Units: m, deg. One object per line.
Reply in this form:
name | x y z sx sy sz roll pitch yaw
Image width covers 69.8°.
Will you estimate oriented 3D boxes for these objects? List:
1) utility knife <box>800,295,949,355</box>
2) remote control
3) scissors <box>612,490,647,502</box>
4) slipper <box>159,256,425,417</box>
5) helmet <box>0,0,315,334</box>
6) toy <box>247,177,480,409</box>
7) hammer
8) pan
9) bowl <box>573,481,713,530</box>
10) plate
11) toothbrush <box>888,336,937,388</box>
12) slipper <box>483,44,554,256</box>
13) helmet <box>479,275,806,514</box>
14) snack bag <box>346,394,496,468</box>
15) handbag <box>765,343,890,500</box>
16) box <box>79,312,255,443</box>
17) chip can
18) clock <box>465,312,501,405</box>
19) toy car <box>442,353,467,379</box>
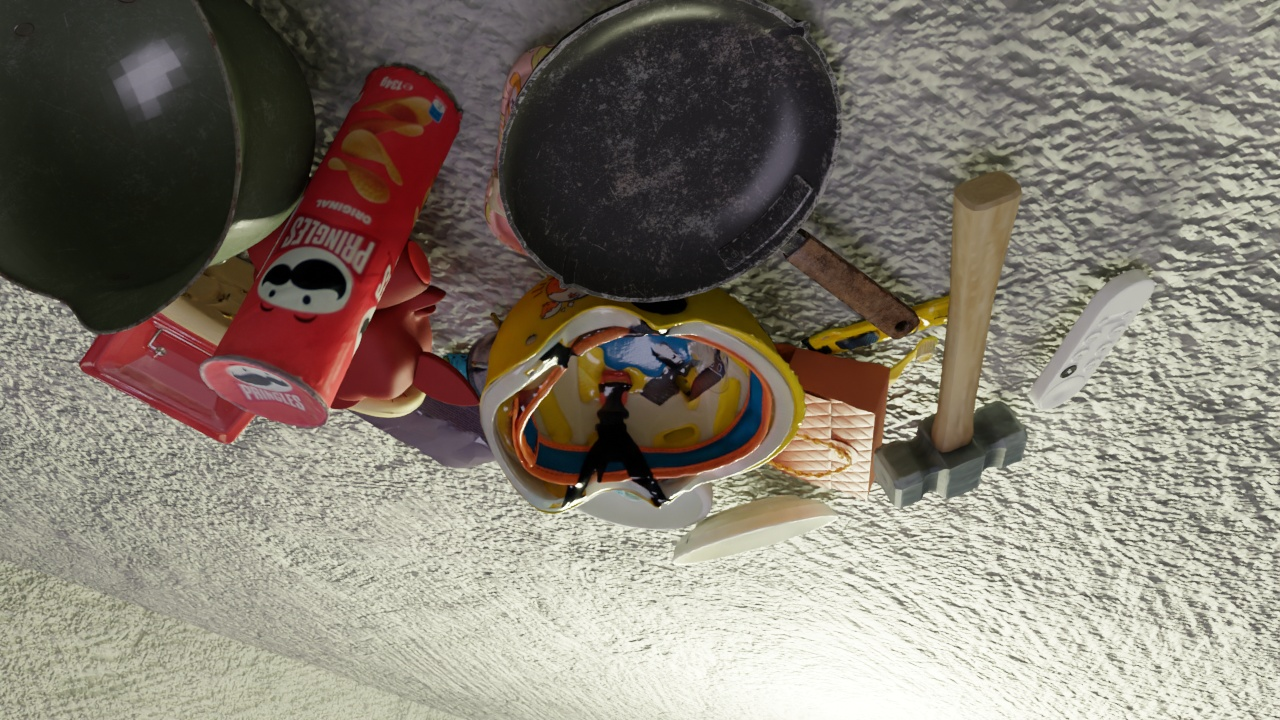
utility knife | 0.193 -0.027 0.702 0.156 0.017 0.030 -21 143 38
remote control | 0.315 -0.011 0.647 0.043 0.013 0.137 -13 143 -18
scissors | -0.045 0.113 0.887 0.140 0.015 0.083 7 149 14
slipper | -0.299 -0.044 0.800 0.261 0.111 0.079 25 125 -11
helmet | -0.306 -0.141 0.566 0.268 0.153 0.227 -12 101 20
toy | -0.215 -0.050 0.700 0.159 0.120 0.197 -4 121 23
hammer | 0.232 -0.002 0.660 0.117 0.051 0.323 -21 141 -3
pan | 0.072 -0.094 0.584 0.356 0.040 0.208 27 121 -37
bowl | -0.010 0.107 0.938 0.176 0.066 0.177 10 148 6
plate | 0.118 0.177 0.980 0.182 0.034 0.182 -14 161 -5
toothbrush | 0.202 0.016 0.762 0.021 0.016 0.136 24 146 -11
slipper | -0.059 -0.113 0.605 0.093 0.081 0.198 18 150 -8
helmet | -0.004 0.004 0.715 0.240 0.139 0.209 -6 136 -2
snack bag | -0.222 0.052 0.944 0.097 0.058 0.205 -20 134 41
handbag | 0.151 0.059 0.798 0.109 0.060 0.172 17 154 20
box | -0.415 -0.027 0.877 0.157 0.122 0.137 37 124 -27
chip can | -0.180 -0.077 0.563 0.073 0.232 0.073 12 150 7
clock | -0.095 0.018 0.814 0.052 0.090 0.129 -25 128 38
toy car | -0.148 0.019 0.860 0.105 0.032 0.048 29 174 43
